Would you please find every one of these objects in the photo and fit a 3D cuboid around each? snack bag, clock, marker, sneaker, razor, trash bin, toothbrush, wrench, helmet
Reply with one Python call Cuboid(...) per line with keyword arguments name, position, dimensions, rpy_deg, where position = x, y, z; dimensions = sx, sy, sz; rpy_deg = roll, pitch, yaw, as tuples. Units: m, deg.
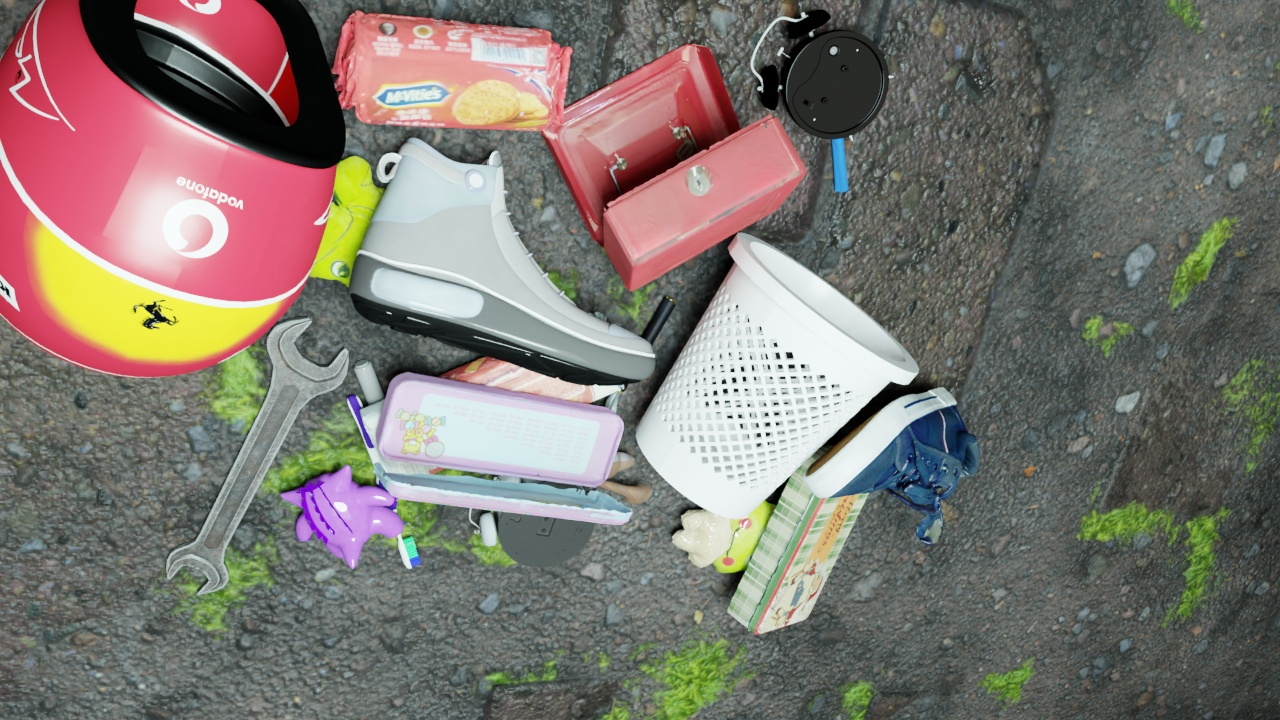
Cuboid(name="snack bag", position=(-0.139, -0.215, 0.685), dimensions=(0.176, 0.082, 0.082), rpy_deg=(-2, 113, -21))
Cuboid(name="clock", position=(-0.103, 0.147, 0.876), dimensions=(0.122, 0.035, 0.095), rpy_deg=(15, 106, -24))
Cuboid(name="marker", position=(-0.221, 0.063, 0.806), dimensions=(0.016, 0.016, 0.141), rpy_deg=(-20, 118, -12))
Cuboid(name="sneaker", position=(0.256, 0.109, 0.869), dimensions=(0.121, 0.127, 0.293), rpy_deg=(-46, 158, 30))
Cuboid(name="sneaker", position=(-0.094, -0.077, 0.741), dimensions=(0.256, 0.093, 0.160), rpy_deg=(16, 78, -23))
Cuboid(name="razor", position=(-0.005, 0.005, 0.861), dimensions=(0.022, 0.042, 0.144), rpy_deg=(28, 98, 16))
Cuboid(name="trash bin", position=(0.106, 0.024, 0.826), dimensions=(0.195, 0.195, 0.200), rpy_deg=(26, 111, -28))
Cuboid(name="toothbrush", position=(-0.229, 0.112, 0.825), dimensions=(0.016, 0.015, 0.187), rpy_deg=(-19, 117, -18))
Cuboid(name="snack bag", position=(-0.126, 0.033, 0.806), dimensions=(0.225, 0.041, 0.077), rpy_deg=(-25, 118, -16))
Cuboid(name="marker", position=(0.177, -0.222, 0.834), dimensions=(0.013, 0.013, 0.142), rpy_deg=(-18, 117, -12))
Cuboid(name="wrench", position=(-0.329, 0.086, 0.779), dimensions=(0.070, 0.010, 0.273), rpy_deg=(25, 102, -27))
Cuboid(name="helmet", position=(-0.309, -0.113, 0.581), dimensions=(0.197, 0.270, 0.225), rpy_deg=(21, 125, -41))
Cuboid(name="clock", position=(0.153, -0.245, 0.787), dimensions=(0.120, 0.042, 0.091), rpy_deg=(25, 110, -17))

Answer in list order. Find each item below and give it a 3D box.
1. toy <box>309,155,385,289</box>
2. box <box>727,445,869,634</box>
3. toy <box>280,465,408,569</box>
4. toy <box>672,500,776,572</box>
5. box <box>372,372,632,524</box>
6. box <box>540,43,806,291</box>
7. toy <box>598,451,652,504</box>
Cuboid(name="toy", position=(-0.233, -0.106, 0.718), dimensions=(0.093, 0.036, 0.094), rpy_deg=(-39, 123, -11))
Cuboid(name="box", position=(0.172, 0.187, 0.963), dimensions=(0.117, 0.050, 0.206), rpy_deg=(5, 112, -55))
Cuboid(name="toy", position=(-0.262, 0.135, 0.798), dimensions=(0.106, 0.055, 0.088), rpy_deg=(-23, 110, 13))
Cuboid(name="toy", position=(0.089, 0.180, 0.956), dimensions=(0.117, 0.043, 0.092), rpy_deg=(13, 109, -28))
Cuboid(name="box", position=(-0.105, 0.081, 0.756), dimensions=(0.214, 0.093, 0.089), rpy_deg=(12, 104, -29))
Cuboid(name="box", position=(0.034, -0.141, 0.733), dimensions=(0.157, 0.165, 0.152), rpy_deg=(-32, 124, -5))
Cuboid(name="toy", position=(-0.036, 0.100, 0.876), dimensions=(0.101, 0.042, 0.054), rpy_deg=(22, 64, -36))
